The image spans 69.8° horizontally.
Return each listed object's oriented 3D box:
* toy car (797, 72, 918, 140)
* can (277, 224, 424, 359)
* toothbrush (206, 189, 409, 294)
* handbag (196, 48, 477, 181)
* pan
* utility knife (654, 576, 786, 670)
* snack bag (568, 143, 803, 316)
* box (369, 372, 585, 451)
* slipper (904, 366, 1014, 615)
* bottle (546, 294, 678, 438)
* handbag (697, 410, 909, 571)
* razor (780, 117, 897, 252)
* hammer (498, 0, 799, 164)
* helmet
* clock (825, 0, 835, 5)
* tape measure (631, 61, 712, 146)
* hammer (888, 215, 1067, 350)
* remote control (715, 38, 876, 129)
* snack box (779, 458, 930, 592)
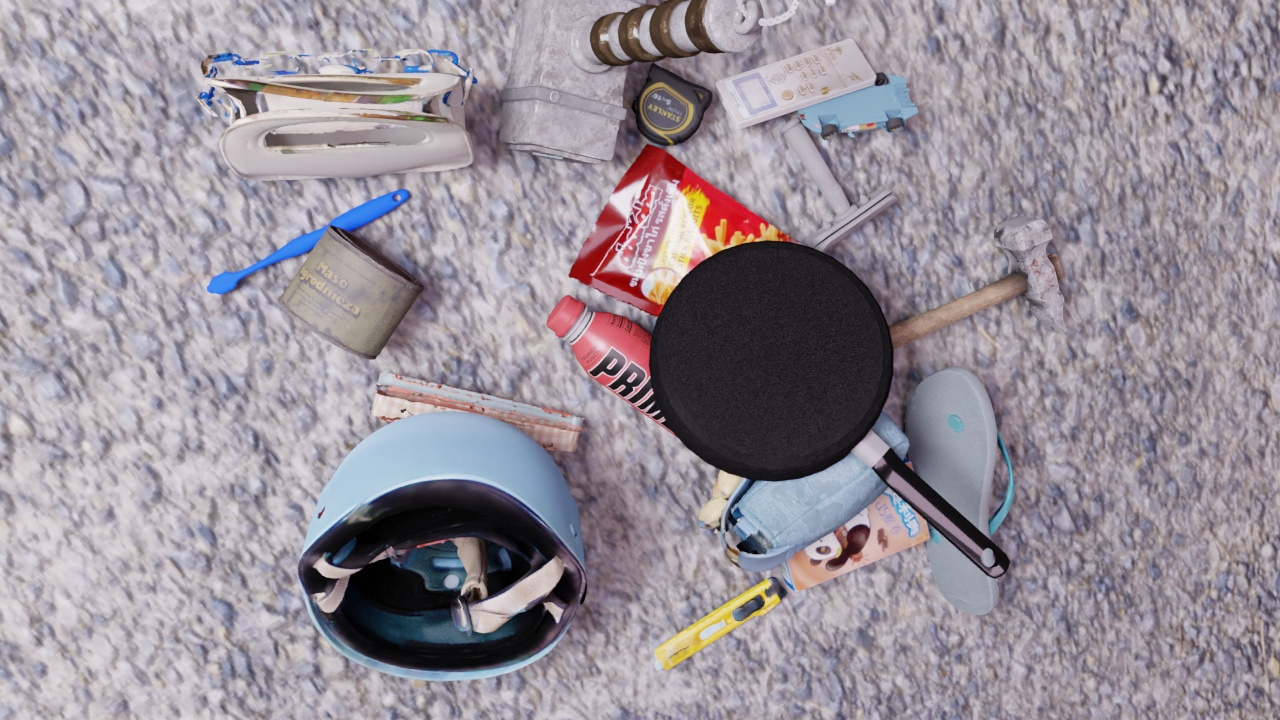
[{"bbox_3d":[0.191,-0.225,0.829,0.107,0.027,0.060,-9,67,-6],"label":"toy car"},{"bbox_3d":[-0.234,-0.056,0.747,0.090,0.090,0.074,34,92,-16],"label":"can"},{"bbox_3d":[-0.277,-0.101,0.770,0.182,0.018,0.016,-28,105,-8],"label":"toothbrush"},{"bbox_3d":[-0.218,-0.187,0.671,0.200,0.199,0.093,-6,98,-13],"label":"handbag"},{"bbox_3d":[0.164,0.048,0.752,0.355,0.044,0.204,43,81,9],"label":"pan"},{"bbox_3d":[0.078,0.263,0.912,0.151,0.017,0.030,-30,96,-2],"label":"utility knife"},{"bbox_3d":[0.057,-0.087,0.832,0.208,0.066,0.139,30,99,-6],"label":"snack bag"},{"bbox_3d":[-0.143,0.053,0.809,0.186,0.056,0.059,13,138,-13],"label":"box"},{"bbox_3d":[0.317,0.124,0.906,0.054,0.098,0.269,-23,114,-32],"label":"slipper"},{"bbox_3d":[-0.005,0.005,0.821,0.176,0.062,0.062,36,92,-16],"label":"bottle"},{"bbox_3d":[0.139,0.104,0.822,0.192,0.122,0.118,-37,70,-5],"label":"handbag"},{"bbox_3d":[0.166,-0.168,0.837,0.088,0.047,0.116,-35,98,-4],"label":"razor"},{"bbox_3d":[0.000,-0.227,0.644,0.079,0.327,0.177,6,99,-31],"label":"hammer"},{"bbox_3d":[-0.153,0.151,0.756,0.225,0.166,0.266,8,127,-8],"label":"helmet"},{"bbox_3d":[0.144,-0.394,0.779,0.125,0.073,0.161,26,87,-15],"label":"clock"},{"bbox_3d":[0.024,-0.218,0.799,0.061,0.034,0.061,27,90,-3],"label":"tape measure"},{"bbox_3d":[0.263,-0.029,0.881,0.318,0.049,0.121,-23,107,-5],"label":"hammer"},{"bbox_3d":[0.138,-0.247,0.815,0.135,0.011,0.050,-20,67,-8],"label":"remote control"},{"bbox_3d":[0.204,0.160,0.908,0.151,0.034,0.087,-20,103,-8],"label":"snack box"}]
